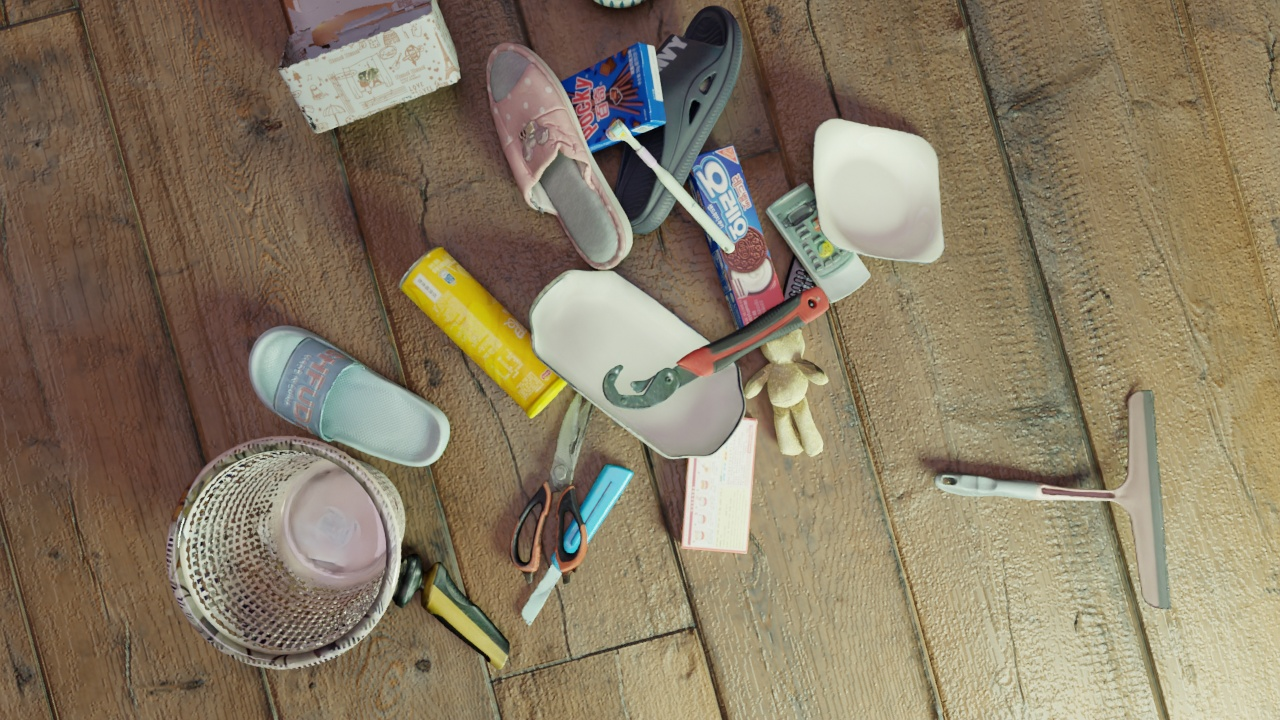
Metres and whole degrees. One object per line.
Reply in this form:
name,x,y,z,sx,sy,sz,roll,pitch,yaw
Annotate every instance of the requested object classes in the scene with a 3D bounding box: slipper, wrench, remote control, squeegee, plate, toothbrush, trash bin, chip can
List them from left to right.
trash bin,-0.347,0.187,0.977,0.227,0.192,0.227,0,90,0
slipper,-0.335,0.048,1.039,0.245,0.074,0.104,26,91,-1
chip can,-0.175,-0.032,1.040,0.213,0.072,0.072,44,90,0
slipper,-0.100,-0.223,1.023,0.054,0.114,0.274,-34,97,-44
plate,-0.006,0.006,1.027,0.266,0.034,0.161,37,56,3
slipper,0.025,-0.274,1.013,0.083,0.111,0.268,20,95,-38
toothbrush,0.036,-0.183,0.986,0.189,0.029,0.020,44,56,-16
wrench,0.086,-0.013,0.994,0.273,0.016,0.056,-24,89,-11
remote control,0.201,-0.111,1.063,0.053,0.024,0.136,19,87,2
remote control,0.202,-0.133,1.040,0.056,0.019,0.135,-34,87,-1
plate,0.263,-0.187,1.038,0.163,0.034,0.164,6,74,-17
squeegee,0.462,0.148,1.054,0.250,0.040,0.247,4,74,6

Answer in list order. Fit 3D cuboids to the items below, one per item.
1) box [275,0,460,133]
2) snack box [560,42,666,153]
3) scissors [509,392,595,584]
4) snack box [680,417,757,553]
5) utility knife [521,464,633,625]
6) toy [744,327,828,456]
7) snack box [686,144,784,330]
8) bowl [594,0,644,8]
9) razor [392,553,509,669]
box,-0.312,-0.385,1.033,0.179,0.125,0.273,-19,62,0
snack box,-0.042,-0.281,1.013,0.157,0.026,0.084,-9,90,45
scissors,-0.083,0.149,1.058,0.206,0.015,0.196,-38,73,7
snack box,0.090,0.141,1.060,0.077,0.027,0.155,5,90,0
utility knife,-0.078,0.213,1.066,0.034,0.018,0.216,32,91,0
toy,0.173,0.034,1.049,0.105,0.066,0.157,-9,95,42
snack box,0.107,-0.138,1.047,0.058,0.057,0.207,-18,89,-3
bowl,-0.024,-0.455,1.044,0.116,0.066,0.116,0,89,-1
razor,-0.216,0.290,1.049,0.167,0.062,0.067,44,58,-5
